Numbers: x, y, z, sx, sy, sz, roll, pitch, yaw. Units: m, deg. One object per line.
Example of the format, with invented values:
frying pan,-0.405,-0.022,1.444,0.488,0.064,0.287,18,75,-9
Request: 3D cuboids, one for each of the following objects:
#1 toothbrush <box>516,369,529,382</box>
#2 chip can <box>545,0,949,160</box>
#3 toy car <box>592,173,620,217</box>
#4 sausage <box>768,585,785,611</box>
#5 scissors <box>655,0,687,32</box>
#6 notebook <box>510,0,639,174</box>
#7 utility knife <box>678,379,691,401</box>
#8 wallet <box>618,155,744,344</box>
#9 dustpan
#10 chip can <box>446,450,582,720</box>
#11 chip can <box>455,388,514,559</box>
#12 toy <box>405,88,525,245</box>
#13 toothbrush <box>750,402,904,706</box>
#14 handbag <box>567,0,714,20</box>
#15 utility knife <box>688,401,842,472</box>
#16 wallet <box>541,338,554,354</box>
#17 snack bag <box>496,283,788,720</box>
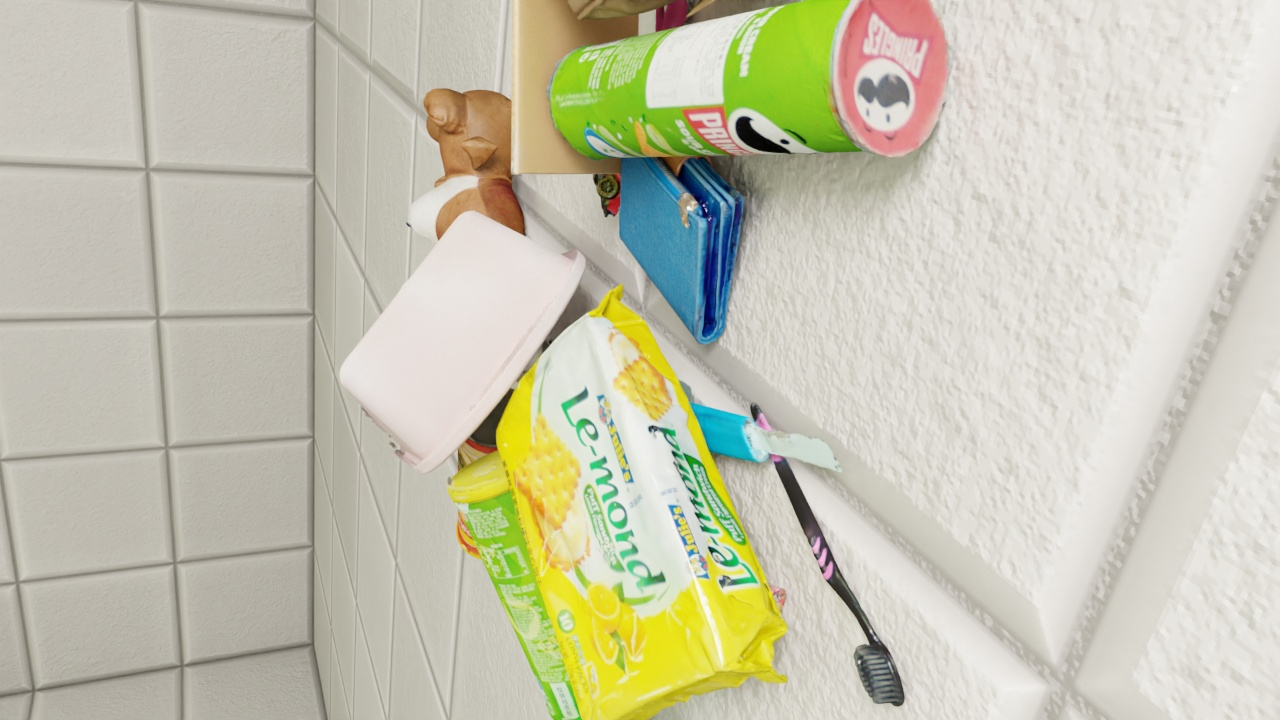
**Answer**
toothbrush,-0.126,0.009,0.910,0.180,0.016,0.016,-163,79,-74
chip can,0.039,-0.140,0.473,0.236,0.072,0.072,16,107,53
toy car,-0.022,-0.160,0.683,0.049,0.031,0.106,-104,12,-68
sausage,0.052,0.167,0.583,0.156,0.020,0.020,-48,50,55
scissors,0.015,-0.186,0.629,0.134,0.017,0.134,106,149,-42
notebook,-0.037,-0.223,0.578,0.008,0.147,0.208,9,105,27
utility knife,-0.004,0.004,0.688,0.176,0.013,0.029,25,126,61
wallet,0.022,-0.090,0.593,0.133,0.040,0.107,-124,28,-45
dustpan,-0.121,0.005,0.744,0.222,0.139,0.273,-56,-13,-8
chip can,-0.072,0.174,0.696,0.073,0.072,0.221,14,127,64
chip can,-0.141,0.113,0.881,0.217,0.073,0.073,105,151,-51
toy,-0.168,-0.163,0.899,0.140,0.130,0.199,-158,57,-80
toothbrush,0.092,0.096,0.494,0.014,0.017,0.189,114,145,-42
handbag,0.033,-0.240,0.458,0.100,0.147,0.205,56,161,-18
utility knife,0.054,0.045,0.553,0.219,0.018,0.034,7,117,67
wallet,-0.069,0.054,0.803,0.106,0.037,0.130,32,121,59
snack bag,-0.009,0.096,0.566,0.158,0.068,0.246,-45,60,45
